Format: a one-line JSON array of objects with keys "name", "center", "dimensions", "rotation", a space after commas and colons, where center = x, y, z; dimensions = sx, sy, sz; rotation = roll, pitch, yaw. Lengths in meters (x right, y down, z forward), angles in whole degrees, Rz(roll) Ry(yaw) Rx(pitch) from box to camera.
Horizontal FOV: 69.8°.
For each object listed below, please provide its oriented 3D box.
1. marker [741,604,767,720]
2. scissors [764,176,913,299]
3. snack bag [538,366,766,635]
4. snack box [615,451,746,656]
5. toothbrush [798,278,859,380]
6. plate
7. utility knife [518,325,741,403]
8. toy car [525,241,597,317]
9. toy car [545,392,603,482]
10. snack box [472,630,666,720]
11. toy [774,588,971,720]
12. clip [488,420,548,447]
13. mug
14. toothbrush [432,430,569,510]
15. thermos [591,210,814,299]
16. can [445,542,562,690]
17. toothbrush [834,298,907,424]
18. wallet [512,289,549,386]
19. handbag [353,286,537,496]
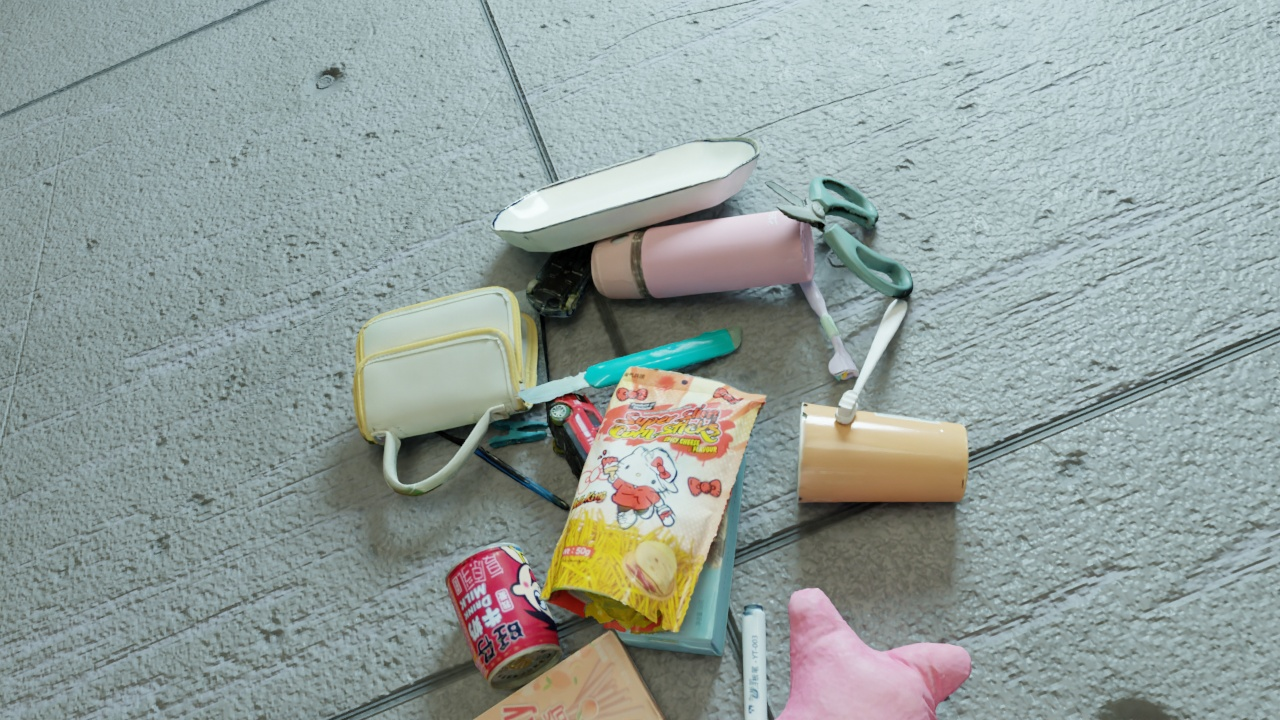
[{"name": "marker", "center": [0.085, 0.242, 0.661], "dimensions": [0.022, 0.018, 0.130], "rotation": [0, 60, 5]}, {"name": "scissors", "center": [0.175, -0.104, 0.780], "dimensions": [0.019, 0.177, 0.169], "rotation": [-42, 69, 34]}, {"name": "snack bag", "center": [0.008, 0.096, 0.687], "dimensions": [0.129, 0.073, 0.207], "rotation": [7, 56, 23]}, {"name": "snack box", "center": [0.035, 0.137, 0.716], "dimensions": [0.074, 0.052, 0.174], "rotation": [2, 60, 16]}, {"name": "toothbrush", "center": [0.151, -0.061, 0.823], "dimensions": [0.029, 0.021, 0.189], "rotation": [4, 50, -27]}, {"name": "plate", "center": [-0.013, -0.157, 0.883], "dimensions": [0.266, 0.034, 0.161], "rotation": [-16, 25, 4]}, {"name": "utility knife", "center": [-0.005, 0.005, 0.802], "dimensions": [0.209, 0.013, 0.029], "rotation": [-15, 56, -13]}, {"name": "toy car", "center": [-0.071, -0.079, 0.880], "dimensions": [0.049, 0.031, 0.105], "rotation": [21, 54, 12]}, {"name": "toy car", "center": [-0.043, 0.076, 0.773], "dimensions": [0.045, 0.053, 0.120], "rotation": [-19, 51, -16]}, {"name": "snack box", "center": [-0.064, 0.278, 0.675], "dimensions": [0.157, 0.026, 0.084], "rotation": [-32, 57, -5]}, {"name": "toy", "center": [0.146, 0.265, 0.600], "dimensions": [0.178, 0.075, 0.194], "rotation": [23, 72, 15]}, {"name": "clip", "center": [-0.109, 0.065, 0.822], "dimensions": [0.057, 0.014, 0.048], "rotation": [-7, 56, 13]}, {"name": "mug", "center": [0.183, 0.074, 0.703], "dimensions": [0.123, 0.078, 0.078], "rotation": [2, 61, 11]}, {"name": "toothbrush", "center": [-0.134, 0.085, 0.817], "dimensions": [0.190, 0.014, 0.016], "rotation": [26, 53, 27]}, {"name": "thermos", "center": [0.057, -0.098, 0.839], "dimensions": [0.199, 0.067, 0.087], "rotation": [-5, 30, 23]}, {"name": "can", "center": [-0.105, 0.198, 0.710], "dimensions": [0.066, 0.066, 0.093], "rotation": [-29, 57, -3]}, {"name": "toothbrush", "center": [0.189, -0.007, 0.739], "dimensions": [0.016, 0.016, 0.179], "rotation": [19, 40, 20]}, {"name": "wallet", "center": [-0.136, -0.009, 0.872], "dimensions": [0.097, 0.019, 0.120], "rotation": [-14, 59, 9]}, {"name": "handbag", "center": [-0.177, 0.029, 0.817], "dimensions": [0.163, 0.063, 0.178], "rotation": [-12, 60, 12]}]
